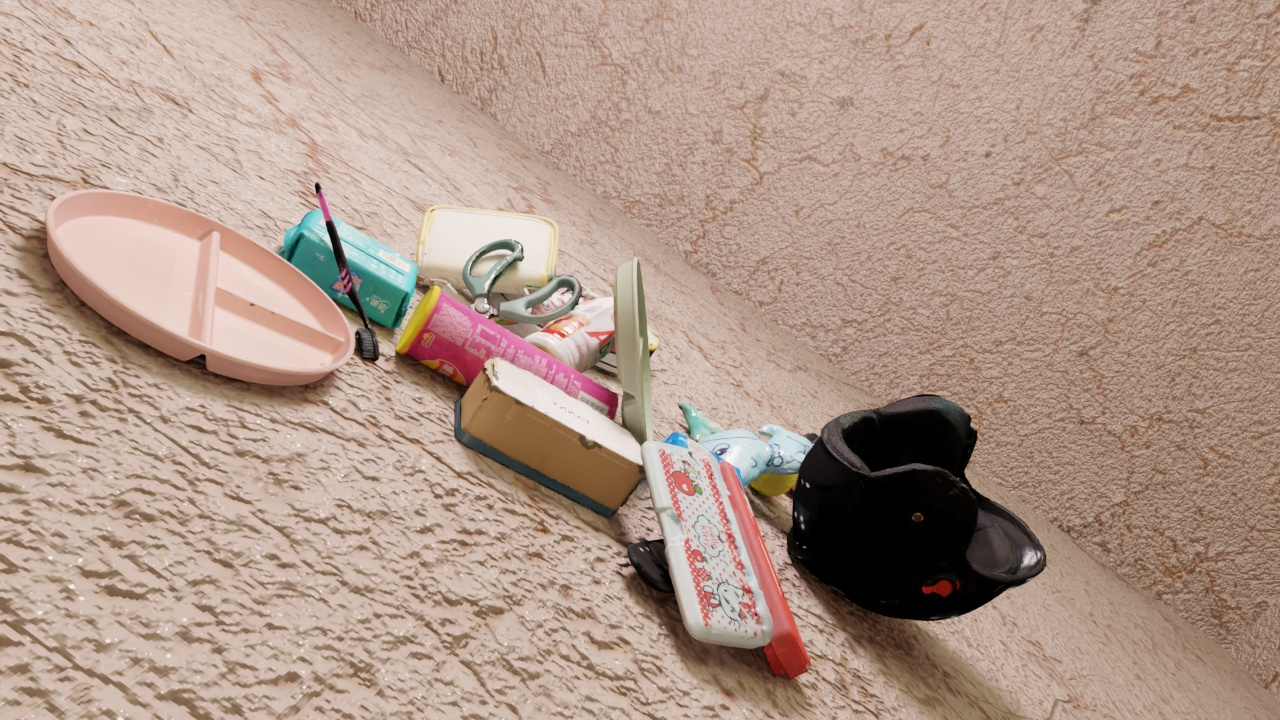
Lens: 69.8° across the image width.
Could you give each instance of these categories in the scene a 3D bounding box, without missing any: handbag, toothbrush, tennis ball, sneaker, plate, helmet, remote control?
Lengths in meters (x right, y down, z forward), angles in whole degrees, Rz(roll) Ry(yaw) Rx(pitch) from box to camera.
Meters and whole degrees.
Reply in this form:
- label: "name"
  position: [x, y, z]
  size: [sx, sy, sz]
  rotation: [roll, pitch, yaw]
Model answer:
- label: "handbag"
  position: [-0.181, -0.102, 1.076]
  size: [0.163, 0.063, 0.178]
  rotation: [5, 44, -7]
- label: "toothbrush"
  position: [-0.268, -0.083, 0.824]
  size: [0.017, 0.014, 0.189]
  rotation: [-1, 62, -52]
- label: "tennis ball"
  position: [0.169, 0.142, 1.184]
  size: [0.065, 0.065, 0.065]
  rotation: [34, 13, -9]
- label: "sneaker"
  position: [-0.091, -0.057, 1.168]
  size: [0.240, 0.088, 0.118]
  rotation: [21, 19, -40]
- label: "toothbrush"
  position: [0.129, 0.111, 1.232]
  size: [0.029, 0.020, 0.189]
  rotation: [50, 8, 30]
- label: "plate"
  position: [-0.006, 0.006, 0.976]
  size: [0.027, 0.230, 0.230]
  rotation: [-5, 15, 2]
- label: "helmet"
  position: [0.300, 0.178, 1.029]
  size: [0.275, 0.231, 0.232]
  rotation: [36, 28, 4]
- label: "remote control"
  position: [0.027, 0.177, 0.787]
  size: [0.053, 0.024, 0.136]
  rotation: [47, 16, 26]
- label: "plate"
  position: [-0.327, -0.053, 0.694]
  size: [0.229, 0.028, 0.229]
  rotation: [34, 14, -10]

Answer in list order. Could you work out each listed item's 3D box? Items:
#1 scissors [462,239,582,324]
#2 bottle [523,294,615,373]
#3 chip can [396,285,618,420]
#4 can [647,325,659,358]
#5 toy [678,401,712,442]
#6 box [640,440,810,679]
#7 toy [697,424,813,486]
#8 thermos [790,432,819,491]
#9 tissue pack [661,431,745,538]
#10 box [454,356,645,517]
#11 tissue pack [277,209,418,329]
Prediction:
- label: "scissors"
  position: [-0.138, -0.066, 1.004]
  size: [0.172, 0.019, 0.176]
  rotation: [17, 48, 6]
- label: "bottle"
  position: [-0.064, -0.029, 1.046]
  size: [0.068, 0.068, 0.196]
  rotation: [38, 36, 9]
- label: "chip can"
  position: [-0.125, 0.012, 0.884]
  size: [0.210, 0.071, 0.071]
  rotation: [32, 14, -20]
- label: "can"
  position: [-0.014, -0.024, 1.342]
  size: [0.074, 0.049, 0.148]
  rotation: [35, 13, -2]
- label: "toy"
  position: [0.086, 0.101, 1.207]
  size: [0.096, 0.030, 0.091]
  rotation: [41, 16, -13]
- label: "box"
  position: [0.075, 0.164, 0.789]
  size: [0.160, 0.064, 0.200]
  rotation: [37, 25, -39]
- label: "toy"
  position: [0.131, 0.116, 1.123]
  size: [0.156, 0.050, 0.161]
  rotation: [8, 26, 14]
- label: "thermos"
  position: [0.257, 0.173, 1.268]
  size: [0.143, 0.093, 0.093]
  rotation: [50, 17, 22]
- label: "tissue pack"
  position: [0.061, 0.134, 0.968]
  size: [0.095, 0.052, 0.157]
  rotation: [32, 13, -8]
- label: "box"
  position: [-0.084, 0.065, 0.824]
  size: [0.184, 0.063, 0.089]
  rotation: [29, 14, -18]
- label: "tissue pack"
  position: [-0.282, -0.090, 0.889]
  size: [0.133, 0.050, 0.093]
  rotation: [31, 16, -19]
